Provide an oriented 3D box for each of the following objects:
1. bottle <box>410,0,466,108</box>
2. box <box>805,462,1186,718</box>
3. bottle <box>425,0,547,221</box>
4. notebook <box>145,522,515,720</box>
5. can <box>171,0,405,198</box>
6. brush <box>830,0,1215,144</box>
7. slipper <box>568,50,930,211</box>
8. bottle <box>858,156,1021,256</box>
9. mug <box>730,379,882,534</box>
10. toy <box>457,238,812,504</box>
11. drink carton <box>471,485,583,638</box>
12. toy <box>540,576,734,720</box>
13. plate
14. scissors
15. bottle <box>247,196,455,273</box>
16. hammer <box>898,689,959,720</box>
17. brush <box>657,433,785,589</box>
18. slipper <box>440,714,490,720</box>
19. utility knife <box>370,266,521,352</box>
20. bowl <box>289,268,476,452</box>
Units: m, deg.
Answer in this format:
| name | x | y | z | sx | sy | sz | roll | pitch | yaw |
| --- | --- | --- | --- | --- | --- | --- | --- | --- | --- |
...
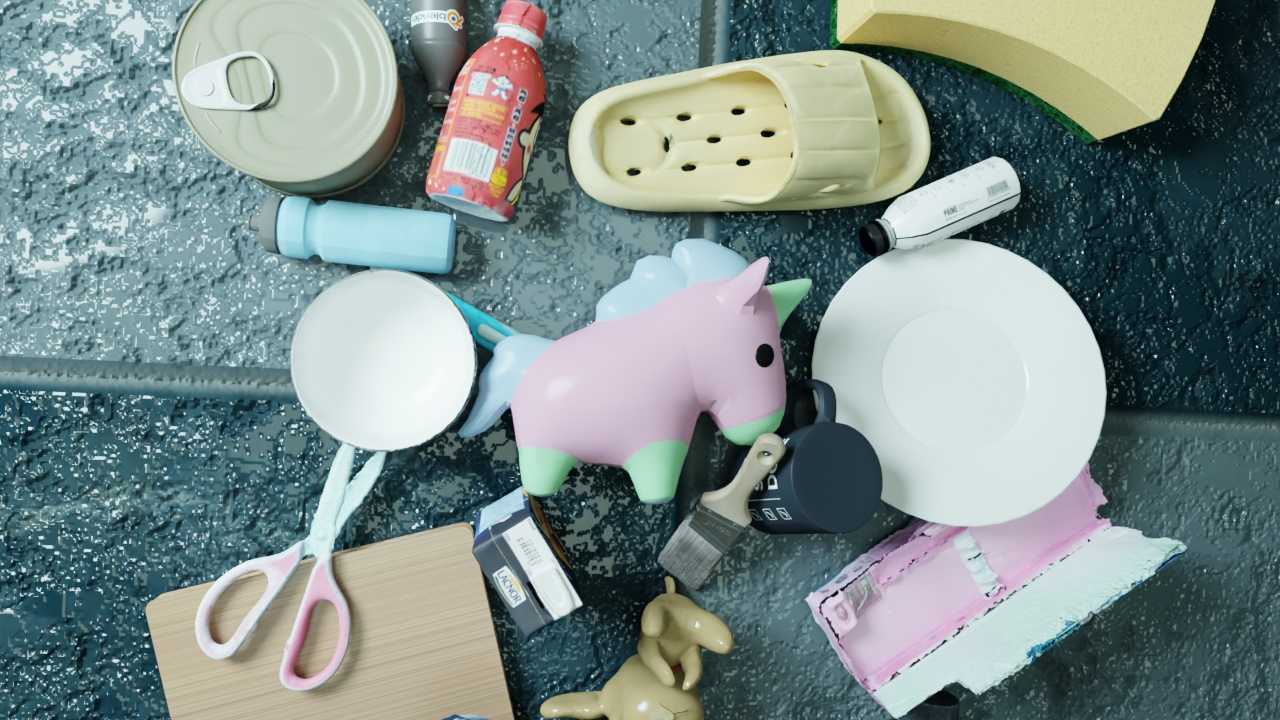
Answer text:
| name | x | y | z | sx | sy | sz | roll | pitch | yaw |
| --- | --- | --- | --- | --- | --- | --- | --- | --- | --- |
| bottle | -0.134 | -0.224 | 0.607 | 0.036 | 0.036 | 0.110 | -1 | 91 | -9 |
| box | 0.242 | 0.146 | 0.635 | 0.230 | 0.106 | 0.086 | -32 | 96 | -7 |
| bottle | -0.094 | -0.165 | 0.601 | 0.062 | 0.062 | 0.137 | 17 | 89 | -9 |
| notebook | -0.199 | 0.215 | 0.611 | 0.210 | 0.022 | 0.169 | -12 | 92 | -8 |
| can | -0.214 | -0.170 | 0.577 | 0.127 | 0.073 | 0.128 | 0 | 91 | -9 |
| brush | 0.273 | -0.288 | 0.648 | 0.250 | 0.075 | 0.195 | 17 | 88 | -9 |
| slipper | 0.082 | -0.159 | 0.622 | 0.261 | 0.079 | 0.111 | -7 | 88 | -8 |
| bottle | 0.212 | -0.107 | 0.659 | 0.116 | 0.041 | 0.041 | -24 | 94 | -8 |
| mug | 0.111 | 0.065 | 0.622 | 0.071 | 0.078 | 0.105 | 10 | 76 | -23 |
| toy | -0.004 | 0.004 | 0.599 | 0.222 | 0.120 | 0.171 | 4 | 95 | -4 |
| drink carton | -0.072 | 0.120 | 0.574 | 0.040 | 0.130 | 0.064 | -31 | 95 | -7 |
| toy | 0.013 | 0.210 | 0.611 | 0.134 | 0.105 | 0.108 | 16 | 99 | -12 |
| plate | 0.227 | 0.014 | 0.660 | 0.208 | 0.015 | 0.208 | 0 | 78 | 0 |
| scissors | -0.225 | 0.118 | 0.591 | 0.105 | 0.016 | 0.179 | 16 | 87 | -7 |
| bottle | -0.188 | -0.083 | 0.599 | 0.130 | 0.040 | 0.040 | 5 | 90 | -9 |
| hammer | 0.078 | 0.296 | 0.606 | 0.321 | 0.040 | 0.129 | 5 | 92 | -25 |
| brush | 0.055 | 0.102 | 0.610 | 0.039 | 0.012 | 0.152 | 29 | 127 | -2 |
| slipper | -0.080 | 0.325 | 0.599 | 0.104 | 0.095 | 0.253 | -45 | 120 | -42 |
| utility knife | -0.129 | -0.036 | 0.623 | 0.124 | 0.015 | 0.022 | 33 | 84 | -5 |
| bowl | -0.161 | -0.001 | 0.592 | 0.113 | 0.063 | 0.113 | 0 | 92 | -8 |
